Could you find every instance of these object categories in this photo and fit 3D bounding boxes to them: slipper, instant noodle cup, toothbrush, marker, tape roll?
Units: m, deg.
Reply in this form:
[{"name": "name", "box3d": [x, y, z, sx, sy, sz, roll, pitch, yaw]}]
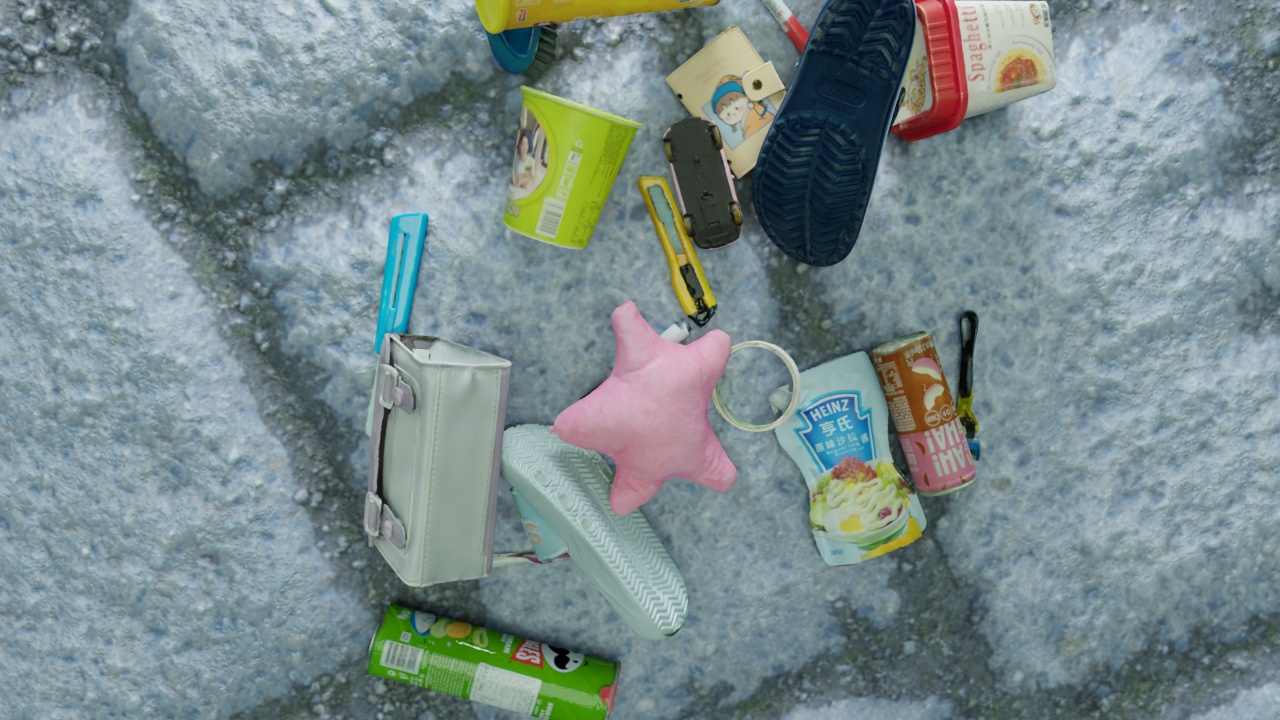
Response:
[{"name": "slipper", "box3d": [-0.051, 0.160, 0.856, 0.074, 0.103, 0.245, -41, 86, 32]}, {"name": "instant noodle cup", "box3d": [0.286, -0.262, 0.808, 0.124, 0.117, 0.116, -11, 96, -12]}, {"name": "toothbrush", "box3d": [-0.099, 0.197, 0.901, 0.187, 0.016, 0.017, -4, 106, 0]}, {"name": "marker", "box3d": [0.109, -0.338, 0.828, 0.017, 0.017, 0.145, -41, 104, 4]}, {"name": "instant noodle cup", "box3d": [-0.070, -0.168, 0.819, 0.111, 0.111, 0.123, 18, 104, -2]}, {"name": "marker", "box3d": [-0.005, 0.005, 0.878, 0.131, 0.018, 0.022, -41, 86, 4]}, {"name": "slipper", "box3d": [0.171, -0.211, 0.812, 0.105, 0.095, 0.253, 19, 120, 13]}, {"name": "tape roll", "box3d": [0.109, 0.024, 0.866, 0.086, 0.013, 0.086, 2, 94, 23]}]

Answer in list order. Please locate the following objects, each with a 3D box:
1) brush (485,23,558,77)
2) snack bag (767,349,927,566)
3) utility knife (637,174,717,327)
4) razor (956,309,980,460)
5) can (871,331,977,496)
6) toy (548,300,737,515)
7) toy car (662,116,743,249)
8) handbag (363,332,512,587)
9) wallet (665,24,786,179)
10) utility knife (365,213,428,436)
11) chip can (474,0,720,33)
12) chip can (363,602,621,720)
[{"name": "brush", "box3d": [-0.107, -0.327, 0.808, 0.055, 0.073, 0.144, 12, 97, 41]}, {"name": "snack bag", "box3d": [0.197, 0.095, 0.881, 0.110, 0.038, 0.191, -20, 93, 8]}, {"name": "utility knife", "box3d": [0.034, -0.105, 0.866, 0.033, 0.015, 0.156, -23, 96, -1]}, {"name": "razor", "box3d": [0.311, 0.022, 0.880, 0.043, 0.022, 0.143, 6, 98, 34]}, {"name": "can", "box3d": [0.265, 0.049, 0.858, 0.058, 0.058, 0.147, -19, 91, 2]}, {"name": "toy", "box3d": [0.003, 0.042, 0.839, 0.178, 0.075, 0.194, -7, 98, -15]}, {"name": "toy car", "box3d": [0.059, -0.163, 0.847, 0.056, 0.037, 0.122, -14, 101, 9]}, {"name": "handbag", "box3d": [-0.192, 0.082, 0.823, 0.098, 0.145, 0.197, 2, 100, -33]}, {"name": "wallet", "box3d": [0.091, -0.240, 0.848, 0.087, 0.024, 0.115, -37, 98, 5]}, {"name": "utility knife", "box3d": [-0.236, -0.031, 0.873, 0.034, 0.018, 0.225, 11, 98, -2]}, {"name": "chip can", "box3d": [-0.032, -0.325, 0.774, 0.213, 0.072, 0.072, -16, 97, -21]}, {"name": "chip can", "box3d": [-0.140, 0.296, 0.883, 0.236, 0.072, 0.072, 15, 96, -2]}]
